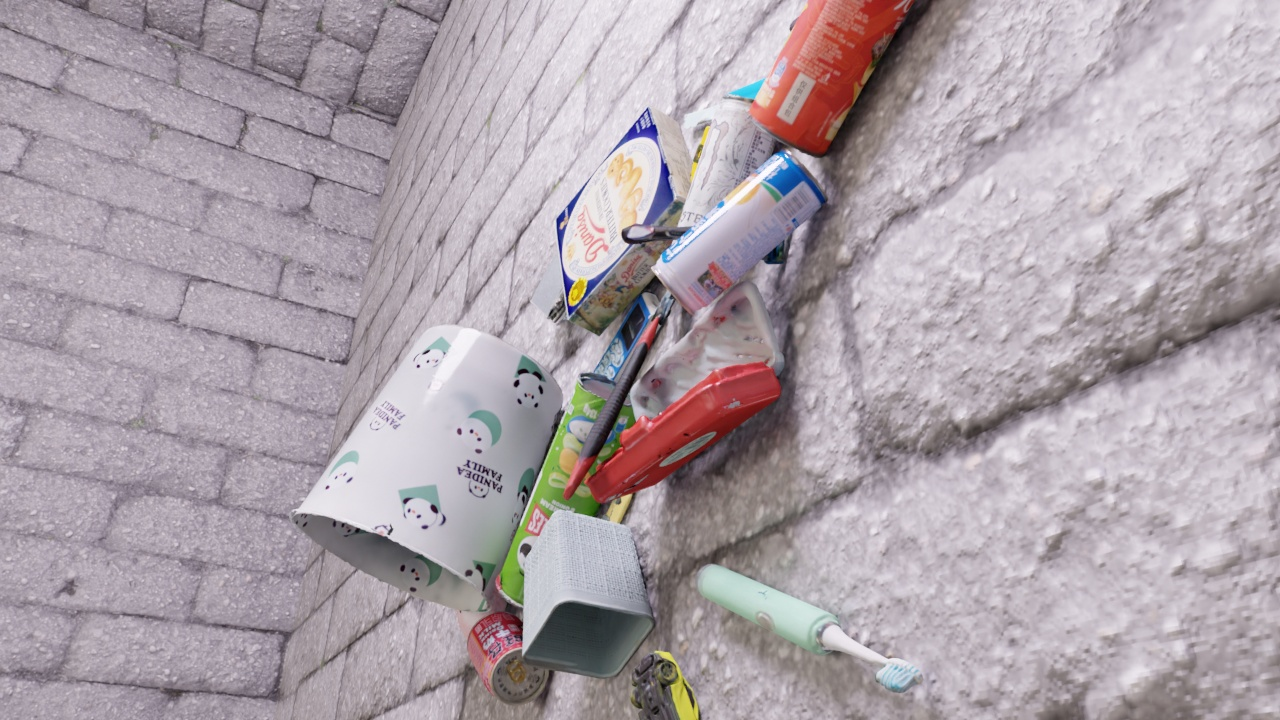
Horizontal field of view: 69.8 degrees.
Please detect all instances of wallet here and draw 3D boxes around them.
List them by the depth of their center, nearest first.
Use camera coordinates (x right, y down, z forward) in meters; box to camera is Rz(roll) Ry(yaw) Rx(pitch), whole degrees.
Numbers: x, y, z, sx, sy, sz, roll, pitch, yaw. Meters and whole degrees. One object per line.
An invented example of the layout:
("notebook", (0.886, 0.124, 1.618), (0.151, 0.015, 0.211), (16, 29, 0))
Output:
("wallet", (-0.080, -0.109, 1.109), (0.130, 0.037, 0.106), (-59, 27, 6))

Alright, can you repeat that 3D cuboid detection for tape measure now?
("tape measure", (0.068, -0.190, 0.857), (0.057, 0.029, 0.060), (36, 108, 64))

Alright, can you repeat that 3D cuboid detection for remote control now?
("remote control", (-0.015, -0.008, 0.927), (0.125, 0.024, 0.049), (-59, 28, 24))

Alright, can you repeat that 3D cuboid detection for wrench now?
("wrench", (-0.005, 0.005, 0.796), (0.272, 0.016, 0.056), (-62, -1, -29))

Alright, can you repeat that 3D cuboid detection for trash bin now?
("trash bin", (-0.217, 0.113, 1.012), (0.230, 0.229, 0.251), (-30, 32, 57))

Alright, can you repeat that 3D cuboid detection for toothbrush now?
("toothbrush", (0.098, 0.165, 0.578), (0.225, 0.027, 0.026), (2, 116, 65))

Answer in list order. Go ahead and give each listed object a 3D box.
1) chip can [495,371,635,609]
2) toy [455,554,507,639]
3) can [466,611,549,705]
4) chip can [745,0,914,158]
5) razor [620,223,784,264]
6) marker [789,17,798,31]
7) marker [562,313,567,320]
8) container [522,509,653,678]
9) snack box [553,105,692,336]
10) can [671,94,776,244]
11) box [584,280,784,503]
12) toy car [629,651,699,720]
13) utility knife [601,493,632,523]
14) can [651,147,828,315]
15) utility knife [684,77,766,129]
("chip can", (-0.071, 0.131, 0.903), (0.236, 0.072, 0.072), (-68, 25, 13))
("toy", (-0.193, 0.277, 1.103), (0.160, 0.054, 0.121), (141, 139, -64))
("can", (-0.136, 0.304, 0.939), (0.094, 0.066, 0.066), (17, 91, 66))
("chip can", (0.157, -0.256, 0.658), (0.217, 0.073, 0.073), (-62, 27, 25))
("razor", (0.047, -0.103, 0.749), (0.143, 0.022, 0.042), (5, 83, 24))
("marker", (0.155, -0.282, 0.746), (0.018, 0.015, 0.124), (-69, 23, 2))
("marker", (-0.077, -0.058, 1.100), (0.146, 0.017, 0.017), (-2, 74, 65))
("container", (-0.051, 0.200, 0.802), (0.090, 0.090, 0.111), (-59, 25, 29))
("snack box", (-0.017, -0.147, 0.960), (0.183, 0.045, 0.177), (-45, 36, 28))
("can", (0.072, -0.147, 0.785), (0.058, 0.058, 0.147), (28, 101, 65))
("box", (0.026, 0.028, 0.731), (0.202, 0.110, 0.100), (-44, 66, 49))
("toy car", (0.025, 0.265, 0.667), (0.048, 0.032, 0.105), (-54, 42, 37))
("utility knife", (-0.030, 0.158, 0.875), (0.202, 0.021, 0.031), (-61, 33, 16))
("can", (0.074, -0.096, 0.694), (0.135, 0.053, 0.053), (-41, 31, 7))
("utility knife", (0.093, -0.238, 0.845), (0.235, 0.018, 0.034), (13, 89, 65))
